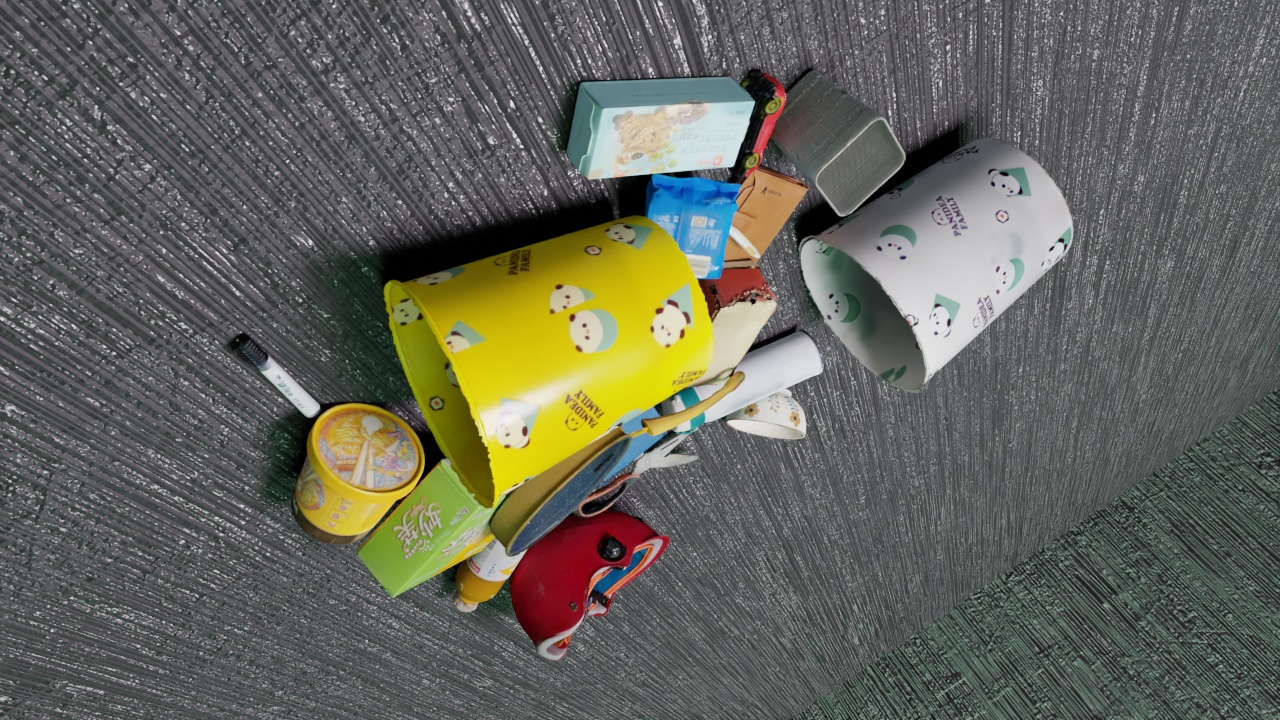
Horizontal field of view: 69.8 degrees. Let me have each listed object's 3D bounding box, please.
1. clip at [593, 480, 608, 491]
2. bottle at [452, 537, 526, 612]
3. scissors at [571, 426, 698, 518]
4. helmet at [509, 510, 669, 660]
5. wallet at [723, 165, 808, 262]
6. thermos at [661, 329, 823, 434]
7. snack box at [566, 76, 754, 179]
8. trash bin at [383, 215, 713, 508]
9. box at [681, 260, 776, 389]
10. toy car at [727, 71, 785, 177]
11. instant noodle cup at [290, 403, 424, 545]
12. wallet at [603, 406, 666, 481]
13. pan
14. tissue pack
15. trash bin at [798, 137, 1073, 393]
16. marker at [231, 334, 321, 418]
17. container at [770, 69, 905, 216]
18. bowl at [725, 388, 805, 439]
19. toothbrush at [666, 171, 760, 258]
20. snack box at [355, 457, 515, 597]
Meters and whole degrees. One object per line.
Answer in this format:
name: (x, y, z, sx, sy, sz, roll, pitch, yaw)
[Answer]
clip: (-0.072, 0.182, 1.285, 0.058, 0.027, 0.045, -42, 151, 11)
bottle: (-0.202, 0.269, 1.243, 0.068, 0.068, 0.190, 5, 129, -41)
scissors: (-0.012, 0.145, 1.268, 0.226, 0.015, 0.189, 27, 97, -41)
helmet: (-0.087, 0.292, 1.300, 0.239, 0.144, 0.207, -39, 162, -28)
wallet: (0.121, -0.158, 1.045, 0.107, 0.031, 0.132, 8, 126, -45)
thermos: (0.135, 0.032, 1.238, 0.224, 0.073, 0.073, -23, 143, -15)
snack box: (0.020, -0.222, 0.872, 0.174, 0.051, 0.074, -11, 138, -28)
trash bin: (-0.083, -0.014, 0.897, 0.254, 0.229, 0.230, -24, 143, -22)
box: (0.093, -0.033, 1.095, 0.091, 0.080, 0.169, -6, 146, -27)
toy car: (0.114, -0.237, 0.932, 0.031, 0.049, 0.107, -6, 134, -31)
instant noodle cup: (-0.304, 0.125, 0.966, 0.118, 0.118, 0.115, 3, 137, -40)
wallet: (-0.038, 0.096, 1.184, 0.133, 0.040, 0.106, -35, 124, -3)
pan: (-0.023, 0.108, 1.088, 0.356, 0.078, 0.198, -42, 169, -16)
tissue pack: (0.046, -0.139, 0.954, 0.095, 0.052, 0.157, 3, 148, -4)
trash bin: (0.363, -0.125, 1.119, 0.251, 0.229, 0.230, -36, 144, -7)
marker: (-0.350, 0.019, 0.886, 0.022, 0.018, 0.131, -20, 143, 1)
container: (0.194, -0.228, 0.949, 0.090, 0.114, 0.090, -43, 143, 11)
bowl: (0.183, 0.070, 1.307, 0.113, 0.114, 0.062, 26, 72, -50)
toothbrush: (0.076, -0.164, 0.980, 0.018, 0.016, 0.191, -46, 128, 10)
snack box: (-0.205, 0.173, 1.062, 0.158, 0.070, 0.209, -46, 170, 15)
